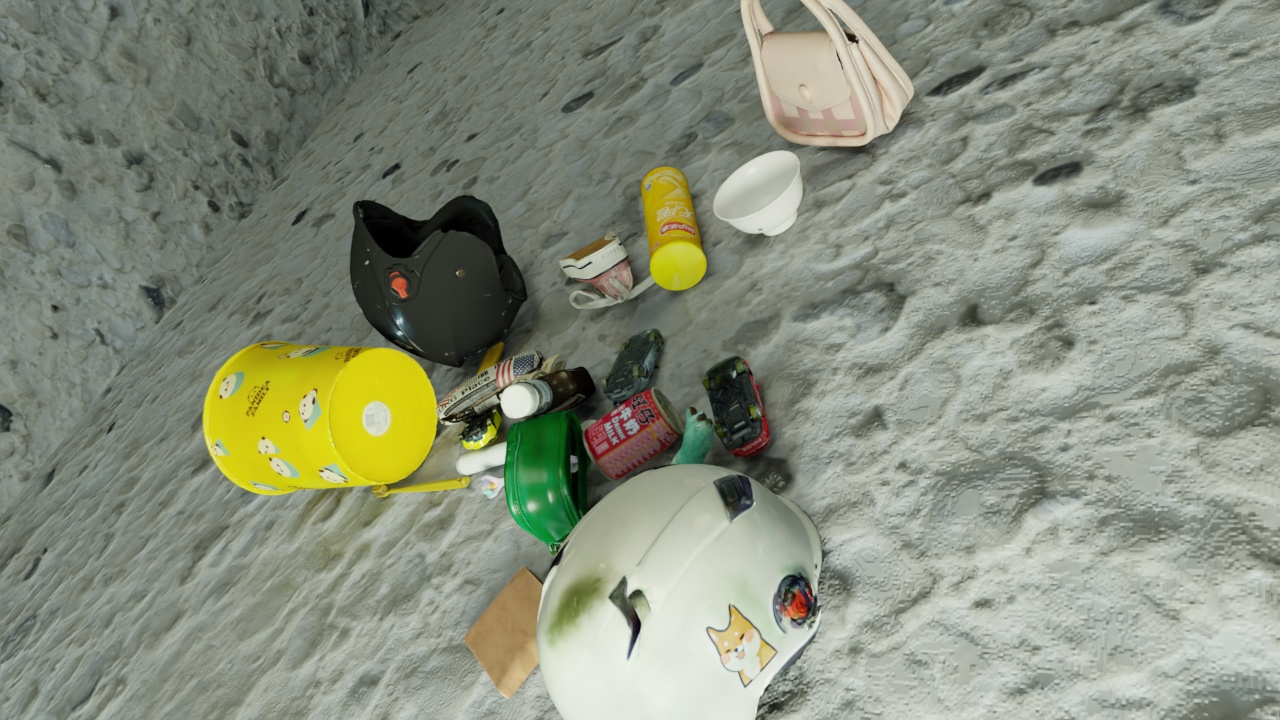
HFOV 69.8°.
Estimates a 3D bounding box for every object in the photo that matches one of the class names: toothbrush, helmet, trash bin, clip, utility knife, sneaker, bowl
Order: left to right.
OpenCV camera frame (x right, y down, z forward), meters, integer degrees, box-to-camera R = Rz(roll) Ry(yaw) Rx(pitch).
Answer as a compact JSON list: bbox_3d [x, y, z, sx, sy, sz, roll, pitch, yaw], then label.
[{"bbox_3d":[-0.440,0.080,1.294,0.256,0.229,0.229,-3,49,36],"label":"trash bin"},{"bbox_3d":[-0.295,0.167,1.218,0.191,0.016,0.015,-11,46,38],"label":"toothbrush"},{"bbox_3d":[-0.302,-0.120,1.330,0.230,0.274,0.233,-63,15,16],"label":"helmet"},{"bbox_3d":[-0.221,0.031,1.298,0.033,0.015,0.156,-11,43,27],"label":"utility knife"},{"bbox_3d":[-0.139,0.104,1.122,0.222,0.026,0.026,-20,80,30],"label":"toothbrush"},{"bbox_3d":[-0.132,0.022,1.175,0.035,0.095,0.101,-16,52,34],"label":"clip"},{"bbox_3d":[-0.111,0.125,1.077,0.190,0.029,0.021,-21,1,27],"label":"toothbrush"},{"bbox_3d":[-0.047,-0.116,1.227,0.118,0.088,0.241,-30,12,-4],"label":"sneaker"},{"bbox_3d":[0.015,0.186,0.757,0.230,0.157,0.273,6,56,48],"label":"helmet"},{"bbox_3d":[0.155,-0.193,1.125,0.118,0.065,0.118,-26,37,21],"label":"bowl"}]

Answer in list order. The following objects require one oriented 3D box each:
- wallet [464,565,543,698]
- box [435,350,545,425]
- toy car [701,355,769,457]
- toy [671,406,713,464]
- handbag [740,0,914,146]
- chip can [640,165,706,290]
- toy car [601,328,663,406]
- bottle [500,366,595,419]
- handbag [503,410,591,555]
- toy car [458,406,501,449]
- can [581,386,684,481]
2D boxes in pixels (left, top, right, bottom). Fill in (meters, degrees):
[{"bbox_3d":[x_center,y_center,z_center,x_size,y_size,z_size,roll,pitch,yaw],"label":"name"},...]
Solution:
[{"bbox_3d":[-0.125,0.270,0.929,0.101,0.020,0.115,-49,31,-9],"label":"wallet"},{"bbox_3d":[-0.200,0.038,1.236,0.164,0.052,0.069,-31,38,-4],"label":"box"},{"bbox_3d":[0.098,0.047,0.929,0.053,0.045,0.120,-29,41,17],"label":"toy car"},{"bbox_3d":[0.051,0.089,0.919,0.096,0.030,0.092,-103,31,-63],"label":"toy"},{"bbox_3d":[0.207,-0.376,1.125,0.093,0.234,0.193,-48,34,-12],"label":"handbag"},{"bbox_3d":[0.042,-0.181,1.222,0.072,0.072,0.213,-29,35,19],"label":"chip can"},{"bbox_3d":[-0.006,0.006,1.092,0.054,0.037,0.120,-20,29,31],"label":"toy car"},{"bbox_3d":[-0.109,0.039,1.049,0.080,0.044,0.194,-29,-5,12],"label":"bottle"},{"bbox_3d":[-0.092,0.127,0.967,0.068,0.120,0.131,-12,40,9],"label":"handbag"},{"bbox_3d":[-0.203,0.090,1.186,0.048,0.032,0.105,-28,12,3],"label":"toy car"},{"bbox_3d":[-0.007,0.078,0.982,0.094,0.066,0.066,-34,34,12],"label":"can"}]
